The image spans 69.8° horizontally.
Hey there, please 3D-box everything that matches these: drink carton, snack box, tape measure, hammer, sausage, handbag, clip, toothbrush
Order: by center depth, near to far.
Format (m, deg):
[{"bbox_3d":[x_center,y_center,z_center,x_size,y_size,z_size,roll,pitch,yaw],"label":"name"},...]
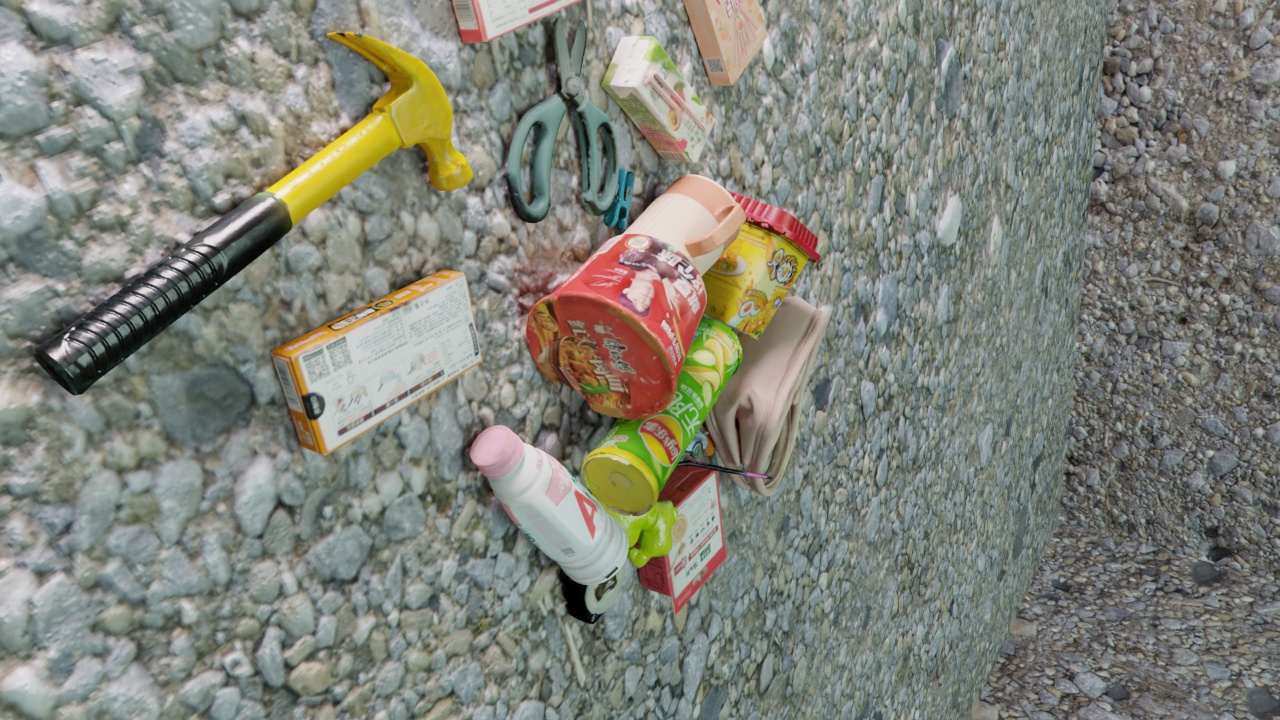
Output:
[{"bbox_3d":[-0.219,-0.090,0.549,0.299,0.033,0.129,-51,138,-33],"label":"hammer"},{"bbox_3d":[-0.177,-0.003,0.644,0.153,0.026,0.075,-36,128,-44],"label":"snack box"},{"bbox_3d":[-0.080,-0.297,0.680,0.155,0.027,0.077,-42,133,-40],"label":"snack box"},{"bbox_3d":[0.020,-0.232,0.828,0.122,0.045,0.053,38,71,-53],"label":"drink carton"},{"bbox_3d":[-0.019,-0.146,0.833,0.047,0.014,0.057,12,91,-54],"label":"clip"},{"bbox_3d":[0.076,-0.355,0.883,0.084,0.026,0.157,-57,141,-26],"label":"snack box"},{"bbox_3d":[-0.046,0.215,0.901,0.065,0.034,0.066,-42,135,-39],"label":"tape measure"},{"bbox_3d":[0.071,0.112,0.989,0.189,0.014,0.017,13,80,-32],"label":"toothbrush"},{"bbox_3d":[0.051,0.059,0.995,0.021,0.021,0.165,-59,142,-23],"label":"sausage"},{"bbox_3d":[0.044,0.193,1.011,0.113,0.044,0.127,-37,128,-44],"label":"snack box"},{"bbox_3d":[0.152,0.060,1.081,0.192,0.093,0.234,-56,150,-39],"label":"handbag"}]

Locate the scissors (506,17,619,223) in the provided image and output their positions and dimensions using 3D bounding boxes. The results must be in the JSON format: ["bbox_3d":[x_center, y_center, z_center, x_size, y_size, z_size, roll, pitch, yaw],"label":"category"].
[{"bbox_3d":[-0.069,-0.186,0.743,0.170,0.019,0.177,-41,134,-39],"label":"scissors"}]

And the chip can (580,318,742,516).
[{"bbox_3d":[0.027,0.044,0.854,0.220,0.073,0.073,-54,140,-43],"label":"chip can"}]

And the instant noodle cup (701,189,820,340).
[{"bbox_3d":[0.105,-0.096,0.950,0.116,0.116,0.123,21,95,-56],"label":"instant noodle cup"}]

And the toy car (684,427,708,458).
[{"bbox_3d":[0.024,0.074,0.933,0.120,0.054,0.037,13,93,-55],"label":"toy car"}]

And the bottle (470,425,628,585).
[{"bbox_3d":[-0.078,0.126,0.797,0.068,0.068,0.197,-59,139,-23],"label":"bottle"}]

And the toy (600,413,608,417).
[{"bbox_3d":[-0.005,0.005,0.890,0.096,0.030,0.092,-18,119,-54],"label":"toy"}]

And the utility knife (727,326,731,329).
[{"bbox_3d":[0.081,-0.023,1.002,0.215,0.015,0.033,-56,137,-41],"label":"utility knife"}]

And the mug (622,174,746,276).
[{"bbox_3d":[0.042,-0.112,0.844,0.105,0.115,0.082,-48,116,-31],"label":"mug"}]

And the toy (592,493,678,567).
[{"bbox_3d":[-0.007,0.155,0.906,0.100,0.031,0.096,12,86,-25],"label":"toy"}]

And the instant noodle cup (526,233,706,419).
[{"bbox_3d":[-0.012,-0.036,0.782,0.108,0.138,0.138,-58,142,-39],"label":"instant noodle cup"}]
